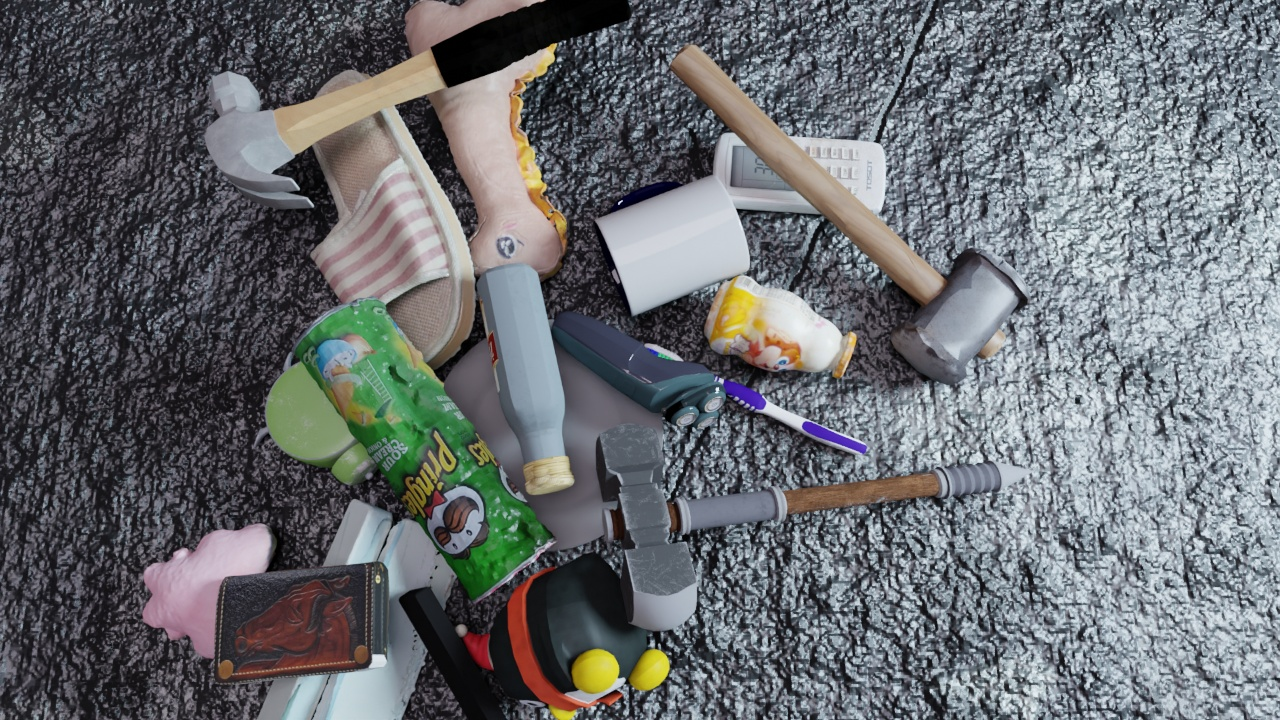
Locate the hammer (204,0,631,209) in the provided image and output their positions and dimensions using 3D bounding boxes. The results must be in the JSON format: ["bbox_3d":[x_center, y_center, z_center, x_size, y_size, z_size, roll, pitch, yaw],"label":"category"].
[{"bbox_3d":[-0.165,-0.214,0.689,0.328,0.039,0.131,-23,62,0],"label":"hammer"}]

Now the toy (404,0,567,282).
[{"bbox_3d":[-0.098,-0.196,0.741,0.196,0.065,0.264,-25,78,1],"label":"toy"}]

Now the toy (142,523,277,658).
[{"bbox_3d":[-0.311,0.171,0.664,0.093,0.050,0.102,-2,79,-2],"label":"toy"}]

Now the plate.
[{"bbox_3d":[-0.072,0.056,0.703,0.178,0.012,0.178,-1,76,2],"label":"plate"}]

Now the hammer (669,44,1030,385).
[{"bbox_3d":[0.147,-0.120,0.695,0.328,0.052,0.098,43,81,2],"label":"hammer"}]

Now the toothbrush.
[{"bbox_3d":[0.085,0.031,0.703,0.187,0.015,0.016,26,80,7],"label":"toothbrush"}]

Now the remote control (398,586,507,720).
[{"bbox_3d":[-0.119,0.224,0.633,0.013,0.035,0.150,-31,93,-38],"label":"remote control"}]

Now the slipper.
[{"bbox_3d":[-0.209,-0.113,0.714,0.115,0.052,0.262,-32,72,24],"label":"slipper"}]

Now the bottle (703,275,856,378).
[{"bbox_3d":[0.105,-0.021,0.689,0.108,0.063,0.063,20,78,8],"label":"bottle"}]

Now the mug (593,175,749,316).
[{"bbox_3d":[0.018,-0.099,0.712,0.097,0.079,0.111,-22,48,-3],"label":"mug"}]

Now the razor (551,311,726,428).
[{"bbox_3d":[-0.004,0.004,0.686,0.143,0.047,0.052,31,51,14],"label":"razor"}]

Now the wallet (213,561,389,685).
[{"bbox_3d":[-0.227,0.175,0.612,0.123,0.019,0.072,-10,72,16],"label":"wallet"}]

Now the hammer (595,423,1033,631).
[{"bbox_3d":[0.133,0.098,0.653,0.322,0.043,0.155,-5,49,-11],"label":"hammer"}]

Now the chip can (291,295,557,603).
[{"bbox_3d":[-0.152,0.059,0.644,0.075,0.075,0.223,-36,87,-7],"label":"chip can"}]

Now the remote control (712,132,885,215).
[{"bbox_3d":[0.127,-0.149,0.740,0.138,0.025,0.060,4,76,3],"label":"remote control"}]

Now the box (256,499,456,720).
[{"bbox_3d":[-0.195,0.208,0.654,0.096,0.086,0.198,24,78,-23],"label":"box"}]

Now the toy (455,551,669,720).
[{"bbox_3d":[-0.056,0.193,0.629,0.119,0.097,0.099,-32,59,24],"label":"toy"}]

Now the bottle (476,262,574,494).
[{"bbox_3d":[-0.081,0.016,0.668,0.046,0.072,0.161,-12,76,-6],"label":"bottle"}]

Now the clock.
[{"bbox_3d":[-0.232,0.042,0.698,0.119,0.042,0.094,13,78,5],"label":"clock"}]
